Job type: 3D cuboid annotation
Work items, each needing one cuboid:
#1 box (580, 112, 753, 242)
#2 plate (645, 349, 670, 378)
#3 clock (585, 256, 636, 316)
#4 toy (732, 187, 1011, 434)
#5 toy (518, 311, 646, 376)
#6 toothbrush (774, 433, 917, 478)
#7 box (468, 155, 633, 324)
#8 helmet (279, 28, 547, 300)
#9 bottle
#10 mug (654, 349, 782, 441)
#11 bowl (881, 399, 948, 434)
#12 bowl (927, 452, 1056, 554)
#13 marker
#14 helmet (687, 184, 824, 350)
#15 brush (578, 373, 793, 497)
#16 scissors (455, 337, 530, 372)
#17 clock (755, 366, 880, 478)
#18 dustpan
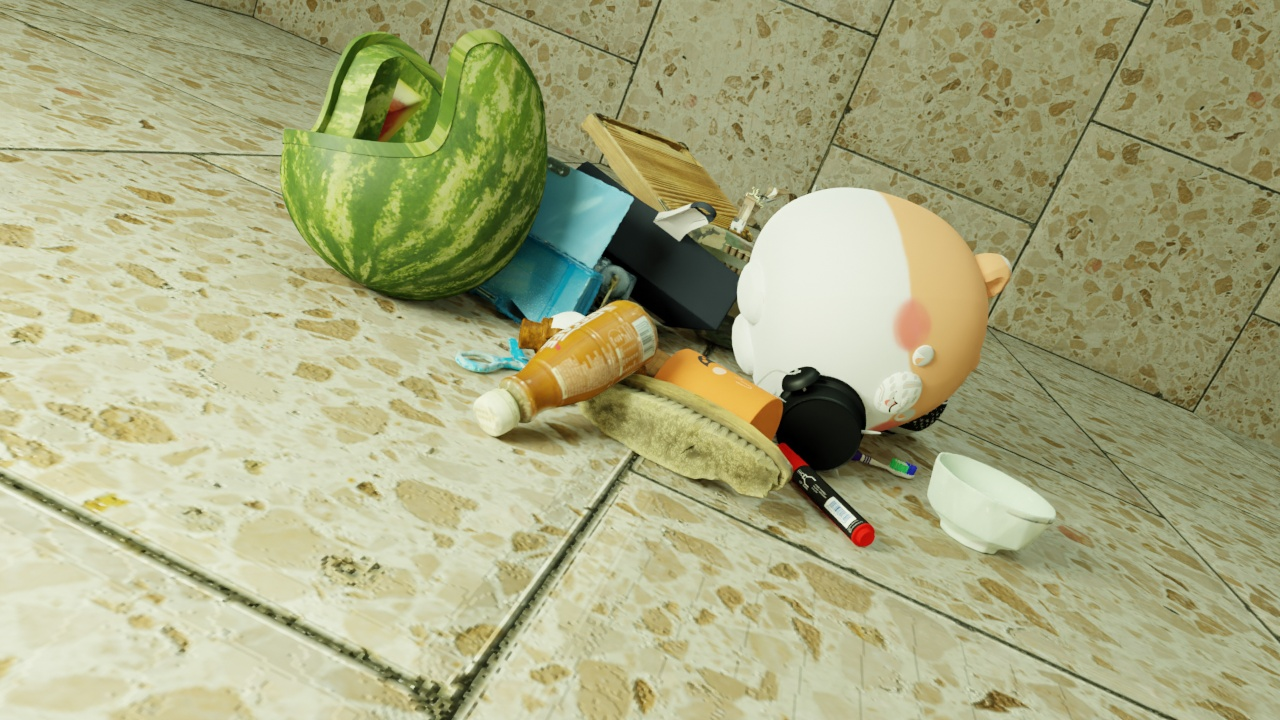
[{"bbox_3d":[0.034,-0.234,1.460,0.259,0.221,0.278,34,18,30],"label":"box"},{"bbox_3d":[-0.005,0.006,0.931,0.131,0.025,0.131,21,12,-5],"label":"plate"},{"bbox_3d":[-0.044,-0.066,1.010,0.052,0.090,0.129,28,9,-2],"label":"clock"},{"bbox_3d":[0.241,-0.047,0.984,0.280,0.263,0.265,0,42,-2],"label":"toy"},{"bbox_3d":[-0.053,-0.008,0.827,0.112,0.067,0.087,10,-15,-14],"label":"toy"},{"bbox_3d":[0.208,0.092,0.961,0.186,0.016,0.015,19,16,-14],"label":"toothbrush"},{"bbox_3d":[-0.125,-0.136,0.978,0.231,0.174,0.033,33,9,31],"label":"box"},{"bbox_3d":[-0.208,-0.176,0.877,0.213,0.246,0.243,16,-26,35],"label":"helmet"},{"bbox_3d":[-0.058,0.008,0.719,0.059,0.059,0.166,31,44,29],"label":"bottle"},{"bbox_3d":[0.068,0.052,0.818,0.096,0.077,0.112,30,-14,27],"label":"mug"},{"bbox_3d":[0.310,0.053,1.136,0.120,0.066,0.120,20,16,-6],"label":"bowl"},{"bbox_3d":[0.322,0.142,0.865,0.117,0.061,0.117,20,15,-6],"label":"bowl"},{"bbox_3d":[0.156,0.116,0.801,0.023,0.021,0.145,-9,27,-19],"label":"marker"},{"bbox_3d":[0.158,-0.127,1.198,0.225,0.236,0.192,11,3,30],"label":"helmet"},{"bbox_3d":[0.032,0.059,0.749,0.195,0.059,0.043,25,26,25],"label":"brush"},{"bbox_3d":[-0.100,0.009,0.831,0.127,0.012,0.137,28,14,21],"label":"scissors"},{"bbox_3d":[0.160,0.056,0.879,0.120,0.091,0.042,35,26,-3],"label":"clock"},{"bbox_3d":[0.007,-0.132,1.055,0.236,0.080,0.273,35,-8,-18],"label":"dustpan"}]
